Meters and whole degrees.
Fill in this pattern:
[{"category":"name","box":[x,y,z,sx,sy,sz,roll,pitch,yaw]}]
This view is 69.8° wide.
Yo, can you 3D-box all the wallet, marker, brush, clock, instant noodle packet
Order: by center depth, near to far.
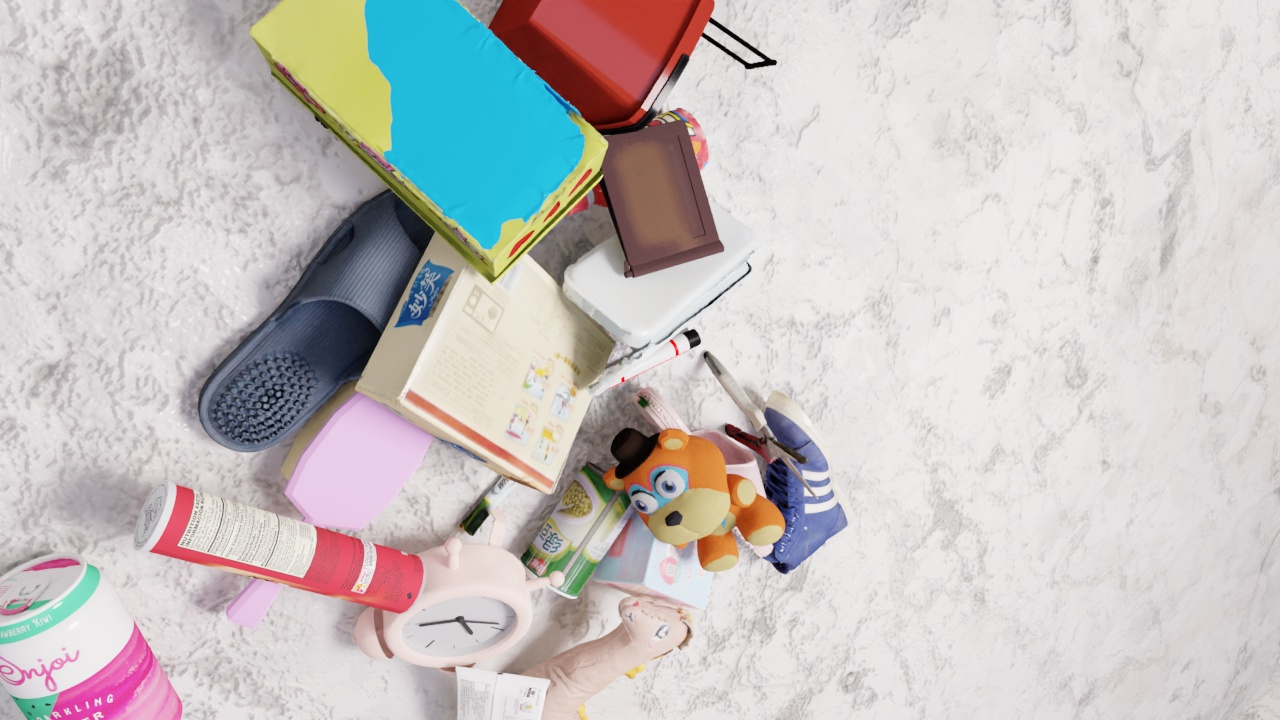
[{"category":"wallet","box":[0.013,-0.134,0.757,0.091,0.018,0.115,-18,90,-21]},{"category":"brush","box":[-0.265,0.117,0.760,0.089,0.043,0.228,39,86,-37]},{"category":"clock","box":[-0.170,0.218,0.840,0.131,0.086,0.161,28,112,-37]},{"category":"marker","box":[-0.118,0.105,0.868,0.146,0.017,0.017,-50,127,-6]},{"category":"instant noodle packet","box":[-0.136,0.340,0.878,0.087,0.026,0.134,9,125,-2]},{"category":"marker","box":[-0.005,0.005,0.896,0.145,0.019,0.019,-25,121,-22]}]

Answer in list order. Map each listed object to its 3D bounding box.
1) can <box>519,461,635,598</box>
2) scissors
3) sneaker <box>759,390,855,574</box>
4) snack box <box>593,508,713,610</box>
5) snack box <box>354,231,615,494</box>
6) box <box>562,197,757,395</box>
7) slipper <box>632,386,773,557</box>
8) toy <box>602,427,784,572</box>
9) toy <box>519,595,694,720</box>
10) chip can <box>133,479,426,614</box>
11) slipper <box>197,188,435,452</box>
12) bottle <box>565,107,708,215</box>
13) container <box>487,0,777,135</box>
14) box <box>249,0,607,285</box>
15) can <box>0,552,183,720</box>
[{"category":"can","box":[-0.059,0.166,0.898,0.067,0.067,0.121,35,88,-37]},{"category":"scissors","box":[0.112,0.064,0.910,0.015,0.197,0.179,-26,81,-12]},{"category":"sneaker","box":[0.150,0.146,1.016,0.118,0.091,0.233,-41,134,-9]},{"category":"snack box","box":[0.019,0.195,0.934,0.094,0.080,0.092,31,63,-37]},{"category":"snack box","box":[-0.114,0.002,0.747,0.207,0.055,0.153,44,64,-52]},{"category":"box","box":[0.009,-0.071,0.813,0.105,0.130,0.210,49,42,2]},{"category":"slipper","box":[0.077,0.105,0.946,0.064,0.094,0.239,-41,120,-7]},{"category":"toy","box":[0.045,0.123,0.849,0.176,0.096,0.112,44,123,-8]},{"category":"toy","box":[-0.047,0.337,0.942,0.264,0.065,0.196,-31,130,8]},{"category":"chip can","box":[-0.269,0.149,0.710,0.214,0.052,0.052,29,92,-37]},{"category":"slipper","box":[-0.224,-0.024,0.707,0.263,0.082,0.101,-47,129,-7]},{"category":"bottle","box":[-0.012,-0.167,0.795,0.137,0.062,0.062,-29,122,-21]},{"category":"container","box":[-0.003,-0.236,0.719,0.200,0.148,0.127,30,87,-28]},{"category":"box","box":[-0.140,-0.172,0.633,0.221,0.083,0.124,42,81,-4]},{"category":"can","box":[-0.415,0.230,0.683,0.088,0.088,0.166,-24,120,-23]}]
